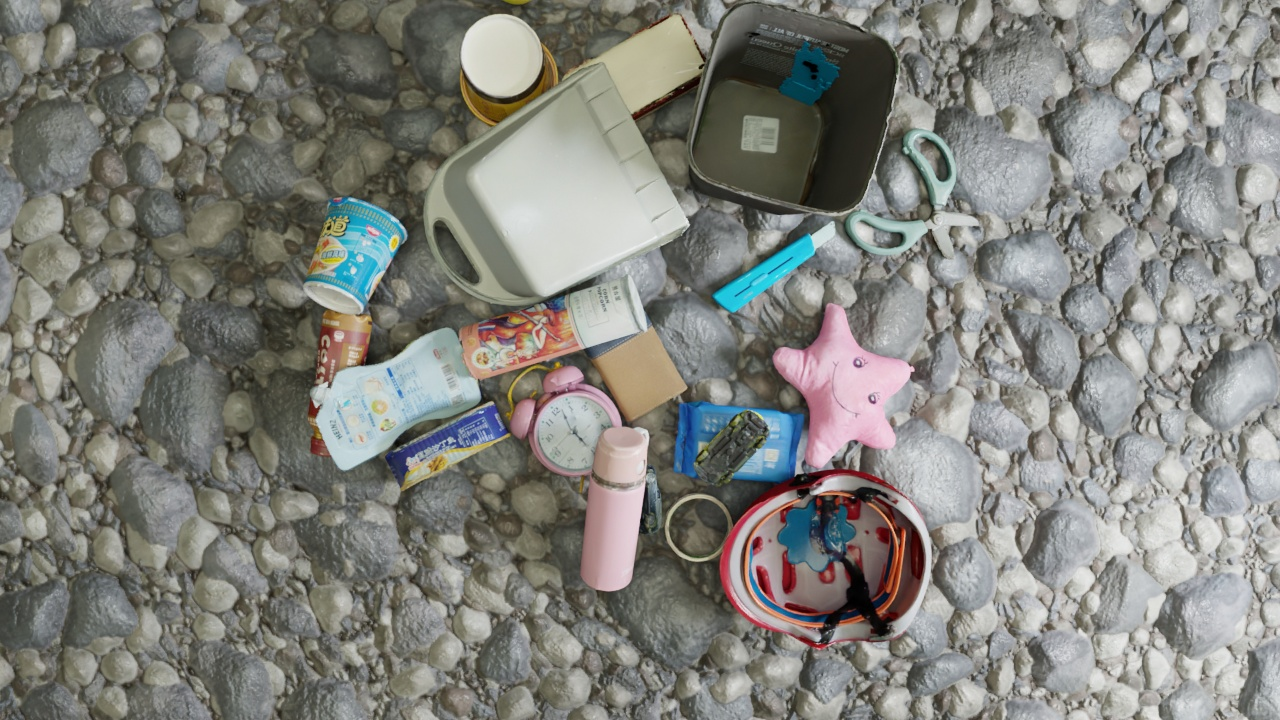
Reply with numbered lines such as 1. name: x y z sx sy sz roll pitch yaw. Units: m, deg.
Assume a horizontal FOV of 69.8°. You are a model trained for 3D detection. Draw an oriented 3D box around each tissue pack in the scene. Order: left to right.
1. tissue pack: 0.121 0.101 1.137 0.157 0.052 0.095 5 95 -3

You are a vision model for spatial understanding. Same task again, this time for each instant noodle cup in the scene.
1. instant noodle cup: -0.337 -0.116 1.062 0.099 0.099 0.109 18 68 -4
2. instant noodle cup: -0.157 -0.338 1.069 0.118 0.114 0.118 0 92 -2

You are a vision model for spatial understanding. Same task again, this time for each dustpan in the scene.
1. dustpan: -0.120 -0.185 1.091 0.257 0.143 0.223 -36 110 -17

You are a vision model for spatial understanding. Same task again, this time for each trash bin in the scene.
1. trash bin: 0.151 -0.263 1.036 0.199 0.220 0.198 15 93 -3

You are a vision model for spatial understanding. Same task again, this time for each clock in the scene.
1. clock: -0.093 0.073 1.120 0.117 0.060 0.158 -44 93 -1

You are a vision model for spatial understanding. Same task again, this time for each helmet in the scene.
1. helmet: 0.218 0.225 1.105 0.240 0.143 0.207 -4 99 9

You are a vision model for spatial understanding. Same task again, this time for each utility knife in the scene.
1. utility knife: 0.171 -0.118 1.145 0.179 0.018 0.034 -35 93 -2

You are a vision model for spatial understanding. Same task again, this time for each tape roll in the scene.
1. tape roll: 0.073 0.211 1.159 0.086 0.014 0.086 0 93 -3

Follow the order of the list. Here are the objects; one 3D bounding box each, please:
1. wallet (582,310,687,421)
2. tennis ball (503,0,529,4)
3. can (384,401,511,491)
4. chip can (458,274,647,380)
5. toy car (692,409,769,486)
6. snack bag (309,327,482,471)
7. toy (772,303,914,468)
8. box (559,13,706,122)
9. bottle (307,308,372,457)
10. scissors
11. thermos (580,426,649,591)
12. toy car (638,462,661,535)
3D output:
1. wallet: -0.007 0.007 1.136 0.090 0.033 0.115 -31 95 2
2. tennis ball: -0.147 -0.457 1.088 0.065 0.065 0.065 0 93 -3
3. can: -0.233 0.103 1.109 0.148 0.074 0.049 -27 90 -2
4. chip can: -0.105 -0.038 1.093 0.215 0.071 0.071 -17 94 8
5. toy car: 0.108 0.103 1.094 0.048 0.032 0.105 40 103 -5
6. snack bag: -0.291 0.043 1.092 0.190 0.039 0.110 -26 113 -19
7. toy: 0.256 0.024 1.129 0.178 0.075 0.194 -16 88 -17
8. box: -0.009 -0.339 1.095 0.168 0.077 0.091 -30 95 -2
9. bottle: -0.365 0.028 1.106 0.057 0.057 0.175 9 93 -3
10. scissors: 0.331 -0.194 1.149 0.179 0.019 0.170 -21 95 -3
11. thermos: -0.026 0.173 1.099 0.067 0.087 0.199 19 116 25
12. toy car: 0.006 0.171 1.140 0.034 0.043 0.090 -7 95 -37
